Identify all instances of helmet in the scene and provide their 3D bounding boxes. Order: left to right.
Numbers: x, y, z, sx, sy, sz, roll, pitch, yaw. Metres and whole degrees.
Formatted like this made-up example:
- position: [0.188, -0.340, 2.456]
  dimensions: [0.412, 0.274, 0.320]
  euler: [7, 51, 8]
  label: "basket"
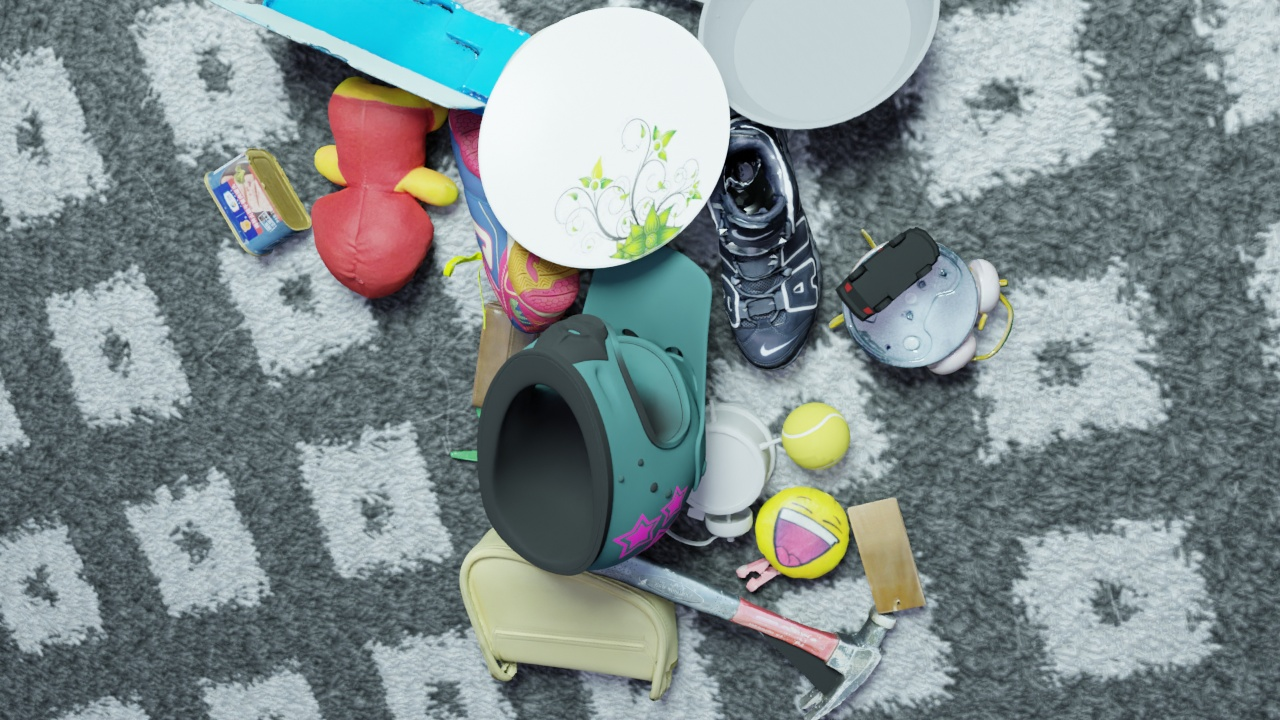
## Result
- position: [-0.028, 0.047, 0.815]
  dimensions: [0.176, 0.199, 0.275]
  euler: [22, 123, 25]
  label: "helmet"

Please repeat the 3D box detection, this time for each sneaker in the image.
- position: [-0.139, -0.139, 0.890]
  dimensions: [0.091, 0.116, 0.241]
  euler: [-41, 66, 59]
  label: "sneaker"
- position: [0.107, -0.102, 0.816]
  dimensions: [0.097, 0.150, 0.252]
  euler: [-9, 102, 13]
  label: "sneaker"

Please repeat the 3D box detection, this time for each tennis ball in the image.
- position: [0.170, 0.073, 0.890]
  dimensions: [0.065, 0.065, 0.065]
  euler: [3, 104, 11]
  label: "tennis ball"

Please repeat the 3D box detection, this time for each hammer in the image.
- position: [0.089, 0.257, 0.921]
  dimensions: [0.326, 0.036, 0.141]
  euler: [25, 103, -12]
  label: "hammer"

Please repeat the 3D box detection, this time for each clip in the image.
- position: [0.131, 0.223, 0.959]
  dimensions: [0.060, 0.023, 0.044]
  euler: [-11, 105, 16]
  label: "clip"

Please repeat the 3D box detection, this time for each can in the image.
- position: [-0.398, -0.166, 0.958]
  dimensions: [0.059, 0.053, 0.100]
  euler: [-27, 97, 15]
  label: "can"

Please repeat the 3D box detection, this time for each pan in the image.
- position: [0.082, -0.314, 0.810]
  dimensions: [0.357, 0.050, 0.200]
  euler: [23, 86, 23]
  label: "pan"

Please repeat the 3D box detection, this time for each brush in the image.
- position: [0.246, 0.192, 0.917]
  dimensions: [0.049, 0.039, 0.117]
  euler: [-16, 101, 16]
  label: "brush"

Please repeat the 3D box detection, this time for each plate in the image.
- position: [-0.032, -0.191, 0.802]
  dimensions: [0.230, 0.030, 0.229]
  euler: [-2, 84, 18]
  label: "plate"

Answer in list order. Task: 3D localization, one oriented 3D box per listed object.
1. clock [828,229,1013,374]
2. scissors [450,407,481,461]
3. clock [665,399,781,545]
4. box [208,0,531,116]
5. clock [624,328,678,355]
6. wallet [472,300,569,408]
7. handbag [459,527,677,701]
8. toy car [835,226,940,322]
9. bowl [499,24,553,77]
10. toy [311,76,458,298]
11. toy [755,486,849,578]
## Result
- position: [0.263, -0.050, 0.843]
  dimensions: [0.158, 0.058, 0.117]
  euler: [19, 107, 7]
  label: "clock"
- position: [-0.142, 0.103, 0.992]
  dimensions: [0.130, 0.011, 0.125]
  euler: [-23, 99, 15]
  label: "scissors"
- position: [0.072, 0.116, 0.929]
  dimensions: [0.120, 0.061, 0.159]
  euler: [29, 112, 4]
  label: "clock"
- position: [-0.244, -0.292, 0.851]
  dimensions: [0.243, 0.170, 0.070]
  euler: [25, 136, 5]
  label: "box"
- position: [-0.005, 0.006, 0.923]
  dimensions: [0.087, 0.042, 0.123]
  euler: [-40, 91, 18]
  label: "clock"
- position: [-0.122, 0.004, 0.953]
  dimensions: [0.099, 0.026, 0.121]
  euler: [14, 108, 9]
  label: "wallet"
- position: [-0.071, 0.266, 0.984]
  dimensions: [0.233, 0.088, 0.191]
  euler: [6, 110, 7]
  label: "handbag"
- position: [0.216, -0.076, 0.798]
  dimensions: [0.092, 0.036, 0.042]
  euler: [-40, 88, 8]
  label: "toy car"
- position: [-0.047, -0.223, 0.860]
  dimensions: [0.177, 0.057, 0.177]
  euler: [0, 100, 1]
  label: "bowl"
- position: [-0.263, -0.167, 0.910]
  dimensions: [0.148, 0.098, 0.216]
  euler: [13, 101, 16]
  label: "toy"
- position: [0.163, 0.173, 0.925]
  dimensions: [0.095, 0.041, 0.094]
  euler: [31, 93, 3]
  label: "toy"
